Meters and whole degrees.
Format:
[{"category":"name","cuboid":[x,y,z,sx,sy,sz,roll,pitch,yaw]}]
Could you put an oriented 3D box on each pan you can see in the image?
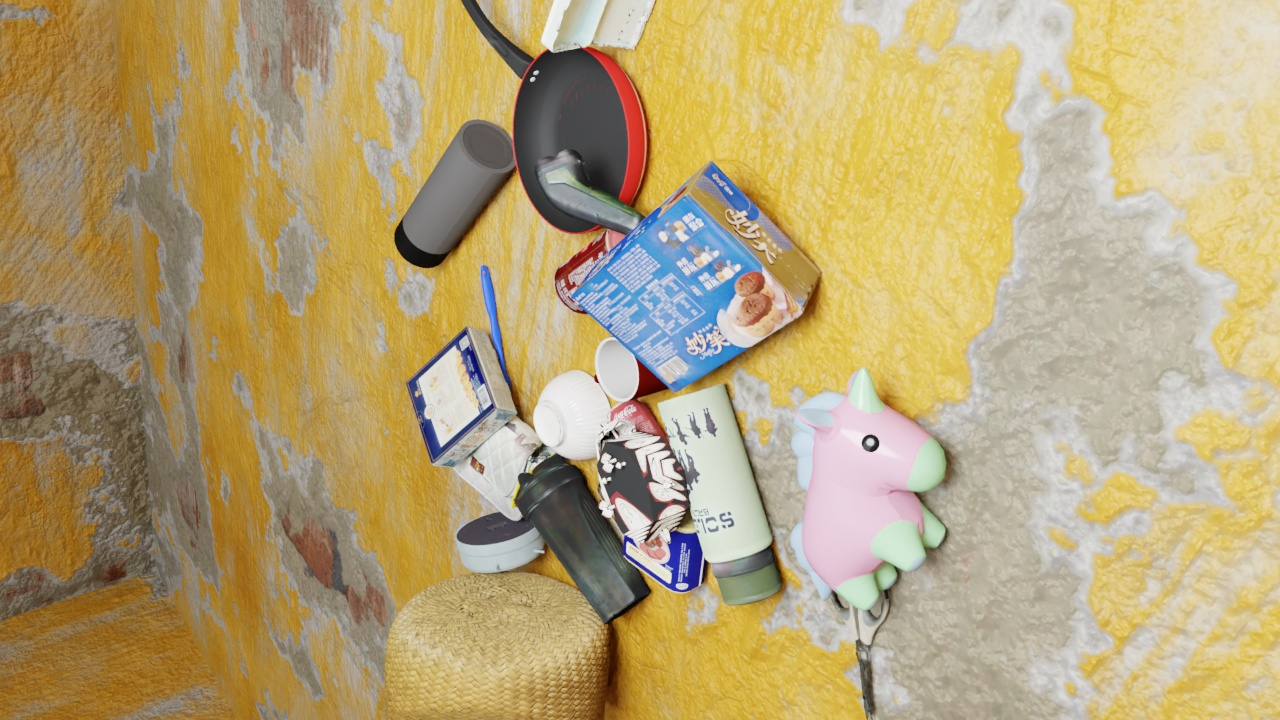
[{"category":"pan","cuboid":[-0.110,-0.310,1.067,0.356,0.067,0.210,59,137,17]}]

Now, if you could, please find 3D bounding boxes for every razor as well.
[{"category":"razor","cuboid":[-0.050,-0.178,0.985,0.151,0.053,0.067,32,109,27]}]

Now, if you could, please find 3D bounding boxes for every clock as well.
[{"category":"clock","cuboid":[-0.204,0.253,1.312,0.159,0.122,0.045,12,115,61]},{"category":"clock","cuboid":[-0.016,0.129,1.006,0.155,0.065,0.115,38,135,46]}]

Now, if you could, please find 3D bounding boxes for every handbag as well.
[{"category":"handbag","cuboid":[-0.205,0.133,1.309,0.195,0.072,0.139,30,121,39]}]

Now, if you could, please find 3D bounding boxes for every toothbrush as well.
[{"category":"toothbrush","cuboid":[-0.208,-0.045,1.301,0.018,0.016,0.182,1,102,54]}]

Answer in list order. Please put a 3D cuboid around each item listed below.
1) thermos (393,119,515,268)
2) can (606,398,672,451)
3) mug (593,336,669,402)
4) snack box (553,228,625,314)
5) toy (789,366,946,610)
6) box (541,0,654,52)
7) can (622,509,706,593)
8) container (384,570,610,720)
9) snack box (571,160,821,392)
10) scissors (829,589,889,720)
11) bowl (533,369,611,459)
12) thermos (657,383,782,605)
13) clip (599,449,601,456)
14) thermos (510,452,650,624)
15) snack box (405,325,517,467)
[{"category":"thermos","cuboid":[-0.257,-0.221,1.251,0.241,0.082,0.082,-38,73,47]},{"category":"can","cuboid":[0.003,0.094,1.077,0.096,0.053,0.054,57,136,20]},{"category":"mug","cuboid":[-0.006,0.006,1.037,0.106,0.082,0.073,-23,84,49]},{"category":"snack box","cuboid":[-0.040,-0.106,1.051,0.122,0.072,0.072,-30,79,49]},{"category":"toy","cuboid":[0.190,0.124,0.840,0.171,0.119,0.223,46,132,17]},{"category":"box","cuboid":[-0.018,-0.392,0.886,0.041,0.134,0.198,44,132,17]},{"category":"can","cuboid":[0.030,0.206,1.079,0.116,0.056,0.092,27,122,41]},{"category":"container","cuboid":[-0.185,0.406,1.205,0.307,0.306,0.196,12,102,46]},{"category":"snack box","cuboid":[0.050,-0.074,0.909,0.155,0.069,0.203,43,139,-10]},{"category":"scissors","cuboid":[0.215,0.281,0.927,0.121,0.012,0.171,37,129,39]},{"category":"bowl","cuboid":[-0.096,0.075,1.176,0.118,0.062,0.118,18,114,45]},{"category":"thermos","cuboid":[0.088,0.145,0.984,0.083,0.082,0.231,-20,87,49]},{"category":"clip","cuboid":[-0.042,0.125,1.104,0.050,0.058,0.101,-10,63,13]},{"category":"thermos","cuboid":[-0.079,0.228,1.183,0.220,0.097,0.098,54,136,16]},{"category":"snack box","cuboid":[-0.253,0.051,1.284,0.145,0.042,0.144,-39,59,25]}]
